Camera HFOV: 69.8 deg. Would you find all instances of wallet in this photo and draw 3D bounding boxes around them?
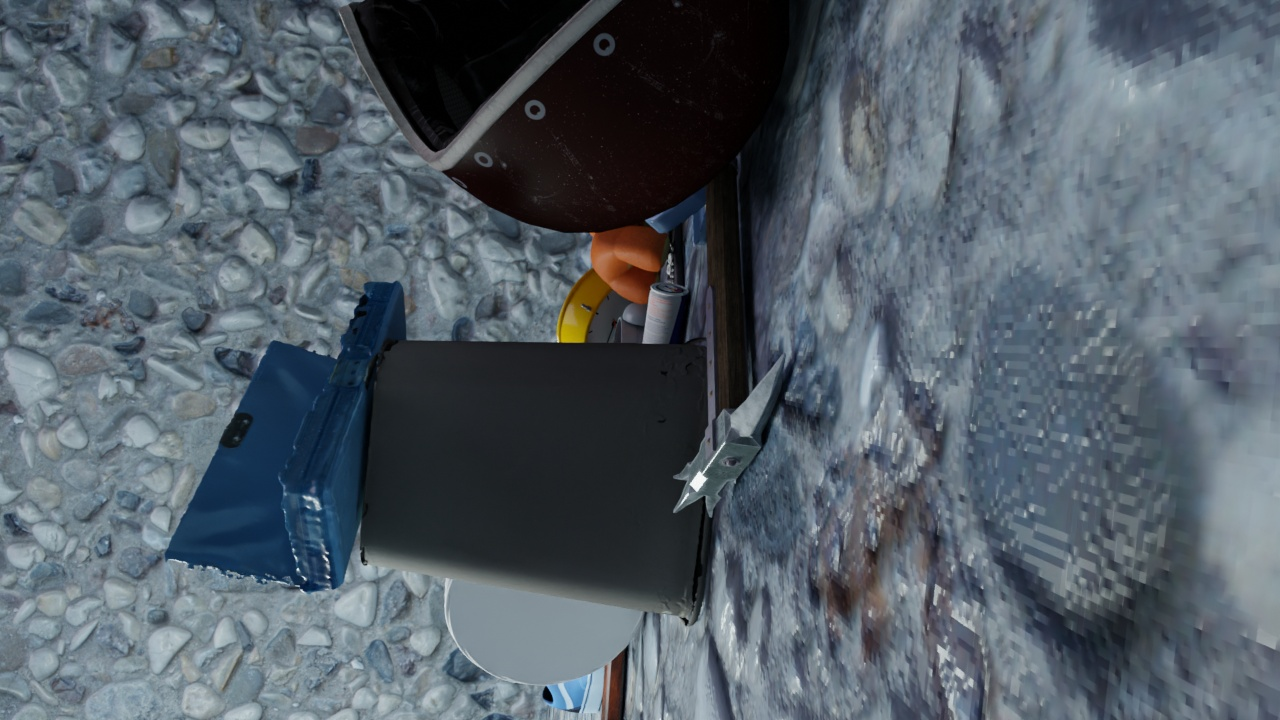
[{"bbox_3d":[-0.029,0.332,0.976,0.072,0.019,0.123,112,163,-70],"label":"wallet"}]

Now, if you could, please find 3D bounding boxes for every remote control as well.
[{"bbox_3d":[0.031,-0.096,0.852,0.047,0.009,0.124,103,170,-51],"label":"remote control"}]

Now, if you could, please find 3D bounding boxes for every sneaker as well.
[{"bbox_3d":[-0.090,0.367,1.147,0.083,0.098,0.242,-91,9,-49],"label":"sneaker"}]

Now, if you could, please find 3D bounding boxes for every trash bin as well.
[{"bbox_3d":[-0.071,0.072,0.662,0.197,0.220,0.197,177,99,-84],"label":"trash bin"}]

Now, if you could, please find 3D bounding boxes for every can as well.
[{"bbox_3d":[0.019,-0.018,0.785,0.032,0.032,0.095,-99,16,-68],"label":"can"}]

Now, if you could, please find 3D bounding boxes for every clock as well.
[{"bbox_3d":[-0.006,0.005,0.942,0.122,0.045,0.159,136,140,-81],"label":"clock"},{"bbox_3d":[-0.038,-0.037,1.013,0.113,0.052,0.152,-48,-31,-27],"label":"clock"}]

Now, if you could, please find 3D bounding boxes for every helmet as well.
[{"bbox_3d":[-0.038,-0.199,0.491,0.234,0.253,0.233,-37,8,21],"label":"helmet"}]

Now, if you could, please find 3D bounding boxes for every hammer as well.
[{"bbox_3d":[0.052,-0.080,0.562,0.147,0.028,0.316,115,160,-55],"label":"hammer"}]

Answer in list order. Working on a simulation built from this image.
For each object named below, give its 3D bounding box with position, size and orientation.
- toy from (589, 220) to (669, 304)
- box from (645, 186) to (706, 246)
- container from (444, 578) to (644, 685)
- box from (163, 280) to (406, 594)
[{"bbox_3d":[-0.018,-0.145,0.880,0.112,0.096,0.176,107,142,-64],"label":"toy"},{"bbox_3d":[0.044,-0.176,0.752,0.069,0.064,0.209,-36,38,31],"label":"box"},{"bbox_3d":[-0.097,0.186,0.909,0.186,0.189,0.189,-115,30,-69],"label":"container"},{"bbox_3d":[-0.231,0.037,0.617,0.231,0.110,0.094,-93,9,-54],"label":"box"}]
